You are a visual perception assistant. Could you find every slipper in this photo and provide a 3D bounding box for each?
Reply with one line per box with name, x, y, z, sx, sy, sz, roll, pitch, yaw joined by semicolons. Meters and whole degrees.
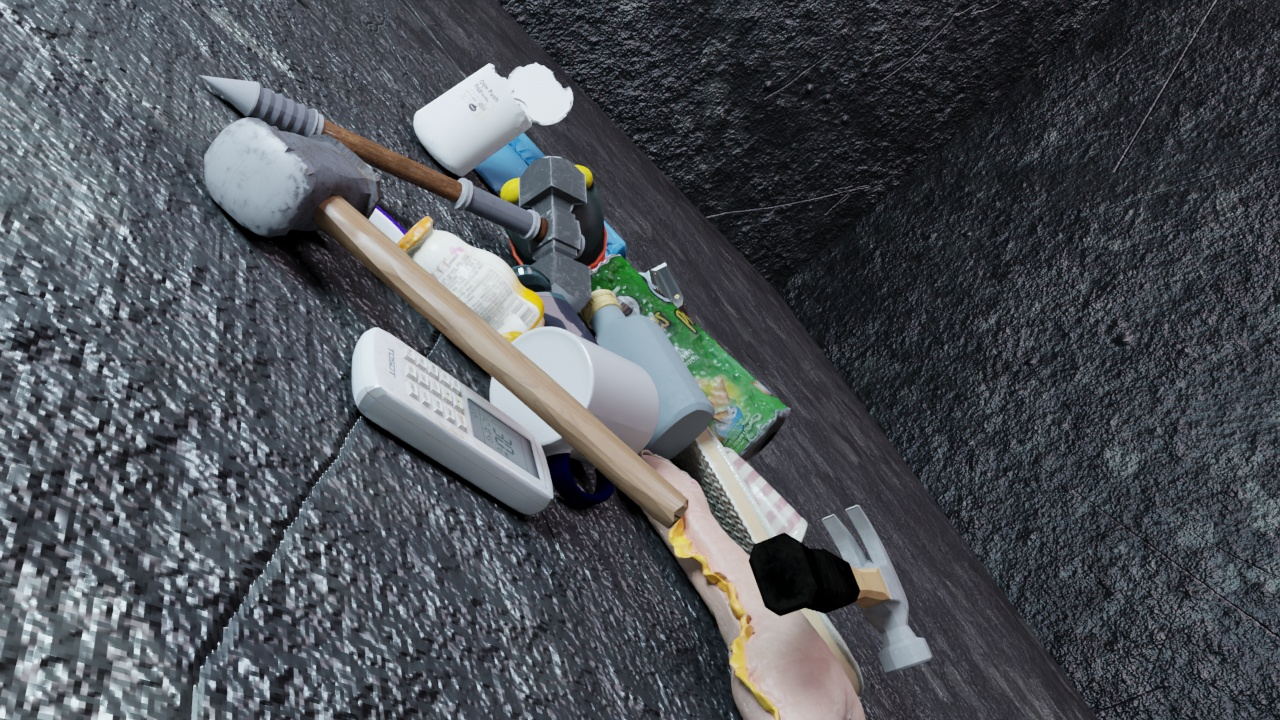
slipper;0.107;0.154;0.753;0.262;0.052;0.115;59;-14;24

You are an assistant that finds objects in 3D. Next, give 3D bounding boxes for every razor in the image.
razor;-0.058;-0.012;0.712;0.143;0.047;0.052;52;41;-9

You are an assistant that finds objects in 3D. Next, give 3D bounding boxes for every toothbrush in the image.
toothbrush;-0.138;-0.051;0.678;0.186;0.015;0.016;46;12;-14

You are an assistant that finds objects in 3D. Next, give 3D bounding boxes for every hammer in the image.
hammer;-0.102;-0.020;0.522;0.328;0.052;0.098;40;12;3
hammer;-0.168;-0.140;0.696;0.321;0.043;0.155;20;56;-42
hammer;0.142;0.157;0.646;0.328;0.039;0.131;32;36;-62

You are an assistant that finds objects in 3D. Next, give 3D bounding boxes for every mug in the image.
mug;-0.041;0.042;0.620;0.096;0.079;0.111;26;55;-60

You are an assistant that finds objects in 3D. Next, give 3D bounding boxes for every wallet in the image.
wallet;0.048;-0.042;0.980;0.123;0.019;0.072;59;5;-48

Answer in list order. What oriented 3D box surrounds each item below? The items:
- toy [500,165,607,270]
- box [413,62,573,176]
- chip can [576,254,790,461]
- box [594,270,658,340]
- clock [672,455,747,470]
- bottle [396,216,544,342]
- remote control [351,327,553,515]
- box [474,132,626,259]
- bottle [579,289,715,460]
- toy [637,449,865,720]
toy;-0.079;-0.114;0.888;0.119;0.097;0.099;89;-16;-62
box;-0.146;-0.256;0.939;0.084;0.160;0.118;56;3;5
chip can;0.035;-0.001;0.845;0.223;0.075;0.075;42;11;14
box;-0.014;-0.038;0.989;0.096;0.086;0.198;14;22;-12
clock;0.060;0.084;0.887;0.119;0.043;0.094;42;13;-26
bottle;-0.118;-0.048;0.625;0.108;0.063;0.063;46;13;-19
remote control;-0.103;0.036;0.515;0.138;0.025;0.060;40;16;-35
box;-0.111;-0.198;1.075;0.232;0.066;0.172;48;15;5
bottle;-0.005;0.004;0.769;0.046;0.072;0.161;24;27;-50
toy;0.059;0.160;0.620;0.264;0.065;0.196;54;9;24
